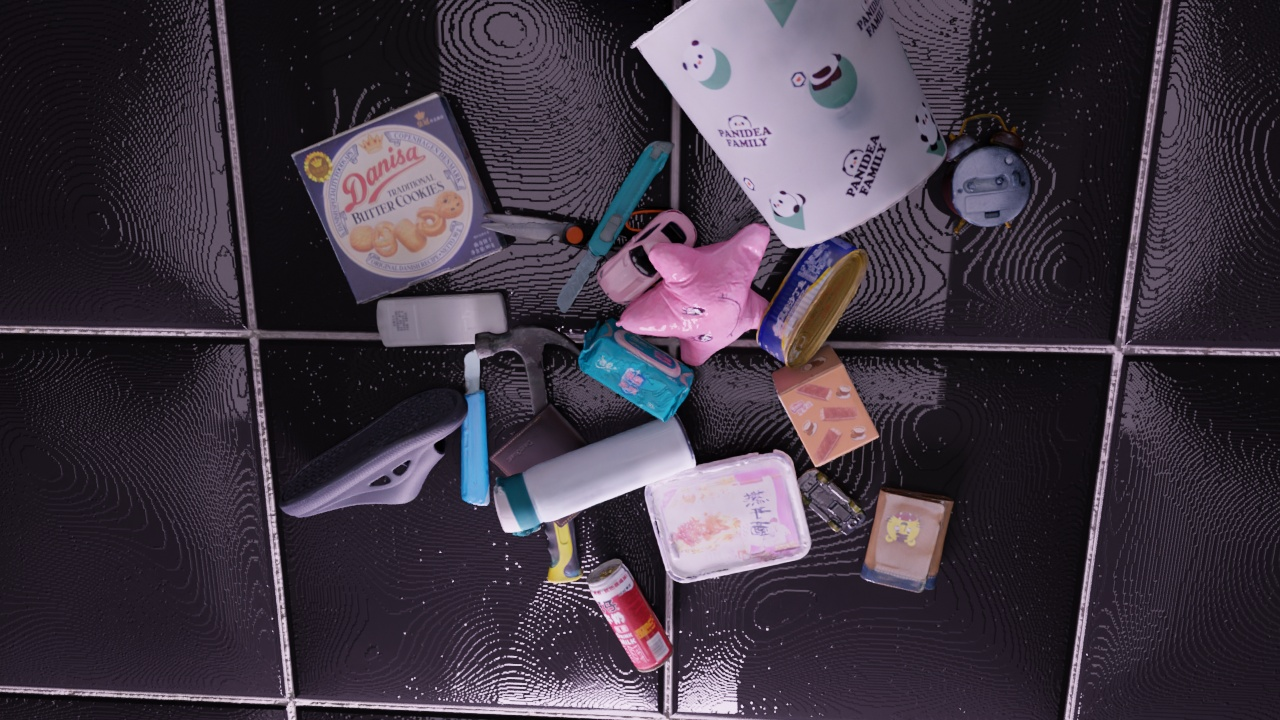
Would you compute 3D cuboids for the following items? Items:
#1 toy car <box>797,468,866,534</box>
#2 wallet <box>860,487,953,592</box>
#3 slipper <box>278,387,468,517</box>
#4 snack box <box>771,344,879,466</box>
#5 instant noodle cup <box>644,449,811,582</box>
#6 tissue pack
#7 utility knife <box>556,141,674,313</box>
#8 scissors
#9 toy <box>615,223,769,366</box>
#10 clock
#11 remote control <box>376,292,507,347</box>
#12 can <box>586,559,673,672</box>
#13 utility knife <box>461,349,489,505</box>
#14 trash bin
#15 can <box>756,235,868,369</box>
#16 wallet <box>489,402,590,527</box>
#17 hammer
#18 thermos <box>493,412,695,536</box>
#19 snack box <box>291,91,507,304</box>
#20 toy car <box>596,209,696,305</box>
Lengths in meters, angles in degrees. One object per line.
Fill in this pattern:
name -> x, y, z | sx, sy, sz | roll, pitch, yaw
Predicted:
toy car -> 0.221, 0.164, 1.077 | 0.090, 0.035, 0.042 | 40, 102, -6
wallet -> 0.316, 0.212, 1.086 | 0.090, 0.033, 0.115 | 10, 101, 2
slipper -> -0.299, 0.121, 1.078 | 0.268, 0.110, 0.083 | -28, 117, 15
snack box -> 0.203, 0.048, 1.019 | 0.077, 0.092, 0.094 | -28, 101, 10
instant noodle cup -> 0.102, 0.175, 1.076 | 0.173, 0.060, 0.138 | -14, 103, 6
tissue pack -> -0.006, 0.006, 1.024 | 0.133, 0.093, 0.050 | 32, 108, -5
utility knife -> -0.029, -0.148, 0.993 | 0.029, 0.013, 0.223 | 30, 85, 3
scissors -> -0.057, -0.150, 1.010 | 0.235, 0.021, 0.143 | 30, 93, -10
toy -> 0.060, -0.059, 0.987 | 0.178, 0.074, 0.195 | -15, 140, -3
clock -> 0.362, -0.197, 0.966 | 0.082, 0.055, 0.122 | -5, 103, 6
remote control -> -0.229, -0.047, 1.062 | 0.150, 0.021, 0.058 | -2, 107, 4
can -> -0.013, 0.311, 1.122 | 0.053, 0.053, 0.133 | -27, 101, 10
utility knife -> -0.198, 0.081, 1.095 | 0.034, 0.018, 0.194 | 0, 104, -8
trash bin -> 0.152, -0.262, 0.886 | 0.230, 0.229, 0.252 | -32, 105, 11
can -> 0.185, -0.065, 0.996 | 0.049, 0.074, 0.148 | 38, 104, 34
wallet -> -0.099, 0.122, 1.060 | 0.096, 0.020, 0.122 | -41, 104, 4
hammer -> -0.106, 0.113, 1.083 | 0.126, 0.032, 0.323 | -9, 106, -5
thermos -> -0.053, 0.129, 1.021 | 0.224, 0.073, 0.073 | -20, 102, -7
snack box -> -0.266, -0.177, 1.020 | 0.178, 0.045, 0.182 | -20, 103, 8
toy car -> 0.008, -0.111, 0.993 | 0.122, 0.037, 0.056 | -43, 99, 1
